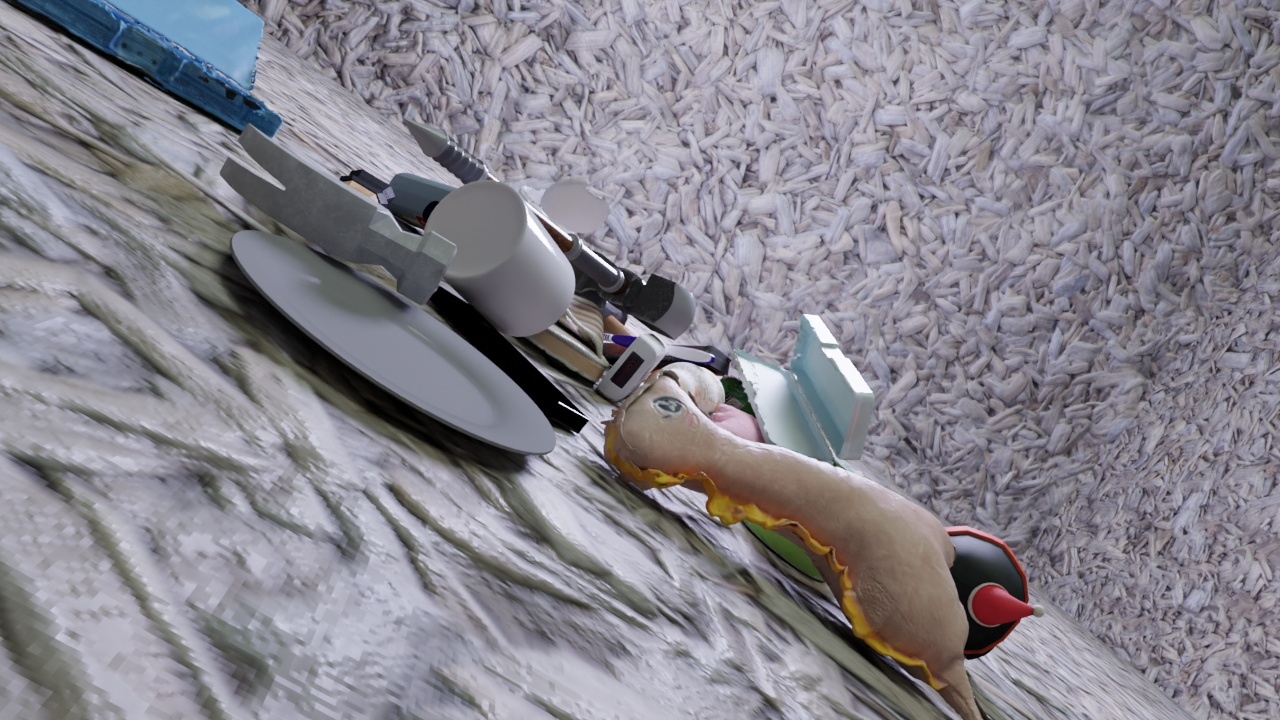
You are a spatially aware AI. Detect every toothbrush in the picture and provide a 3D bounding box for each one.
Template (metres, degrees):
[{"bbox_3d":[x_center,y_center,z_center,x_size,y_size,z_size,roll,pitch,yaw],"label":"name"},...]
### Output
[{"bbox_3d":[-0.005,-0.017,0.907,0.187,0.015,0.016,13,-7,35],"label":"toothbrush"}]

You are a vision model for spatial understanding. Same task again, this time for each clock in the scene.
[{"bbox_3d":[0.117,0.120,0.683,0.094,0.042,0.119,38,6,3],"label":"clock"}]

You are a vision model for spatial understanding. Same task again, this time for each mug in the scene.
[{"bbox_3d":[-0.113,-0.080,0.677,0.112,0.078,0.097,32,-10,26],"label":"mug"}]

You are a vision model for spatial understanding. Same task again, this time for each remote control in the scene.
[{"bbox_3d":[-0.005,0.005,0.815,0.025,0.060,0.138,40,6,3],"label":"remote control"},{"bbox_3d":[-0.088,-0.002,0.597,0.150,0.013,0.034,40,3,37],"label":"remote control"}]

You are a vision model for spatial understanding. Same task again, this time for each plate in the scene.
[{"bbox_3d":[-0.117,-0.006,0.445,0.178,0.012,0.178,36,5,-4],"label":"plate"}]

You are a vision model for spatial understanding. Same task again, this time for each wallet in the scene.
[{"bbox_3d":[0.025,-0.002,0.944,0.123,0.019,0.072,2,-12,29],"label":"wallet"}]

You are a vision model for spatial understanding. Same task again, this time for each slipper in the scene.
[{"bbox_3d":[-0.082,-0.050,0.847,0.115,0.052,0.263,36,5,-19],"label":"slipper"}]

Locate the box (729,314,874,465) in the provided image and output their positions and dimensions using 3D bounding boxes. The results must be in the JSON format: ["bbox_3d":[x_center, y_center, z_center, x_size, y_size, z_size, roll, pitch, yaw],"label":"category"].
[{"bbox_3d":[0.139,0.027,0.860,0.096,0.086,0.198,2,23,-4],"label":"box"}]

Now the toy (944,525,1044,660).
[{"bbox_3d":[0.245,0.177,0.699,0.097,0.100,0.119,40,5,14],"label":"toy"}]

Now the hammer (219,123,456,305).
[{"bbox_3d":[-0.199,-0.110,0.636,0.131,0.039,0.328,31,4,-18],"label":"hammer"}]

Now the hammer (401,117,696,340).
[{"bbox_3d":[-0.081,-0.110,0.755,0.156,0.043,0.322,25,-5,37],"label":"hammer"}]

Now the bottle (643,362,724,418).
[{"bbox_3d":[0.037,0.032,0.846,0.063,0.063,0.108,39,7,22],"label":"bottle"}]

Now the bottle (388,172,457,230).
[{"bbox_3d":[-0.166,-0.136,0.874,0.161,0.046,0.072,22,-3,32],"label":"bottle"}]

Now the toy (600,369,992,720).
[{"bbox_3d":[0.097,0.108,0.554,0.264,0.065,0.195,24,36,-20],"label":"toy"}]

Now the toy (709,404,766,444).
[{"bbox_3d":[0.090,0.077,0.820,0.102,0.050,0.093,29,27,-32],"label":"toy"}]

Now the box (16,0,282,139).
[{"bbox_3d":[-0.398,-0.271,0.716,0.231,0.066,0.173,31,28,-48],"label":"box"}]

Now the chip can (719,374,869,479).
[{"bbox_3d":[0.147,0.101,0.877,0.223,0.075,0.075,40,7,37],"label":"chip can"}]

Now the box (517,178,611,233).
[{"bbox_3d":[-0.100,-0.138,0.967,0.084,0.160,0.118,28,19,-24],"label":"box"}]

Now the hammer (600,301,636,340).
[{"bbox_3d":[0.034,0.020,1.050,0.328,0.052,0.098,41,7,17],"label":"hammer"}]
